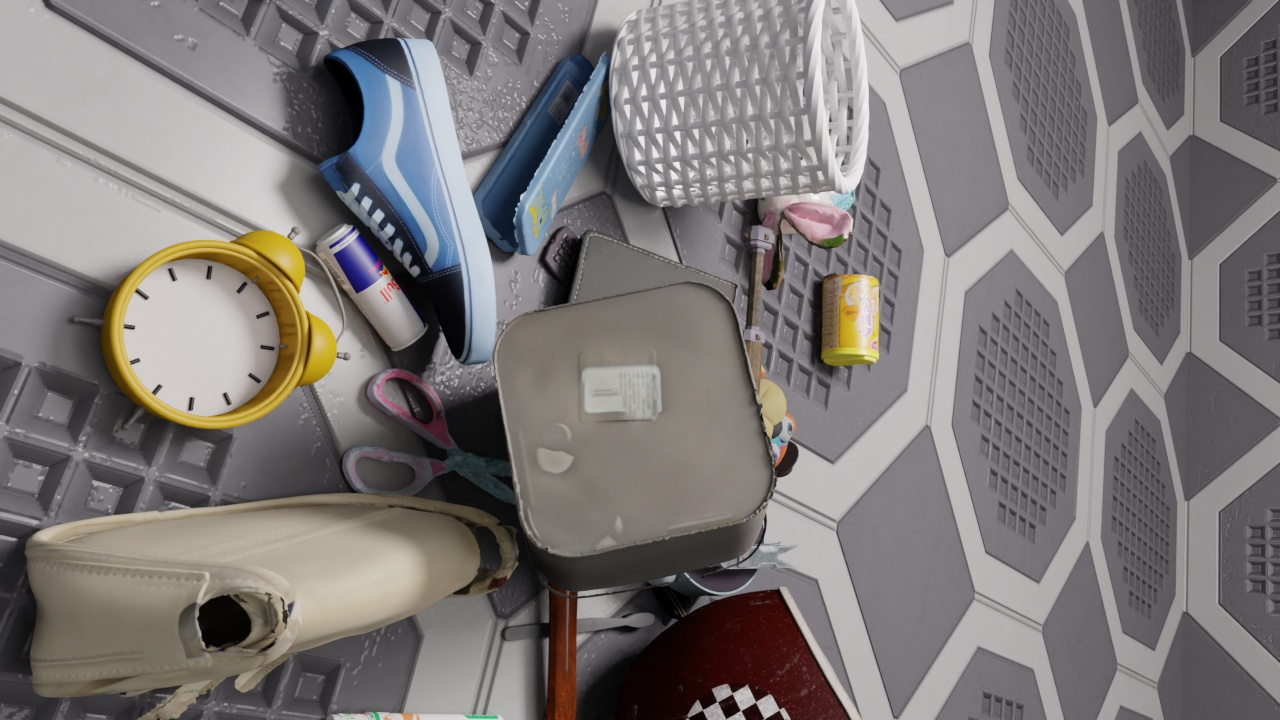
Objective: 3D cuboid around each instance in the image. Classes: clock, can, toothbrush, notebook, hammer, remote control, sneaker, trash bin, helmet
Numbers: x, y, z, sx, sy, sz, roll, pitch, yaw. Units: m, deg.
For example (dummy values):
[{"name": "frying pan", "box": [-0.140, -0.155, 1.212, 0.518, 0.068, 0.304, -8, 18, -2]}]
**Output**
[{"name": "clock", "box": [0.049, 0.159, 0.856, 0.159, 0.045, 0.122, 6, 70, -36]}, {"name": "can", "box": [-0.192, -0.052, 0.658, 0.032, 0.032, 0.095, -52, 122, -36]}, {"name": "toothbrush", "box": [-0.050, 0.229, 0.792, 0.167, 0.013, 0.013, 9, 79, -44]}, {"name": "notebook", "box": [-0.005, 0.005, 0.812, 0.169, 0.029, 0.208, 18, 74, -22]}, {"name": "hammer", "box": [0.094, 0.031, 0.838, 0.146, 0.028, 0.316, 8, 84, -36]}, {"name": "remote control", "box": [-0.042, -0.066, 0.835, 0.124, 0.009, 0.046, 48, 54, -32]}, {"name": "can", "box": [0.252, -0.048, 1.102, 0.067, 0.068, 0.105, 13, 76, -45]}, {"name": "sneaker", "box": [-0.176, -0.107, 0.661, 0.098, 0.084, 0.241, -16, 95, -28]}, {"name": "hammer", "box": [-0.064, 0.275, 0.749, 0.111, 0.028, 0.300, 3, 87, -47]}, {"name": "trash bin", "box": [-0.006, 0.058, 0.641, 0.220, 0.197, 0.197, 89, -11, -76]}, {"name": "clock", "box": [-0.258, -0.020, 0.575, 0.151, 0.052, 0.113, -29, 106, -40]}, {"name": "helmet", "box": [0.107, 0.315, 0.780, 0.233, 0.253, 0.233, 61, 1, 10]}]

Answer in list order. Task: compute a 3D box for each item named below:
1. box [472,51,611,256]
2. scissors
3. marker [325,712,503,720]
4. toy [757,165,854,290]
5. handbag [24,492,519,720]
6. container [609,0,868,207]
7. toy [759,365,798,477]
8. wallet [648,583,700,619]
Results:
[{"name": "box", "box": [-0.065, -0.182, 0.787, 0.069, 0.064, 0.209, 48, 54, -35]}, {"name": "scissors", "box": [-0.152, 0.089, 0.702, 0.179, 0.016, 0.108, 45, 55, -38]}, {"name": "marker", "box": [-0.161, 0.266, 0.668, 0.145, 0.017, 0.017, 23, 70, -43]}, {"name": "toy", "box": [0.189, -0.187, 1.036, 0.105, 0.131, 0.204, 49, 45, -11]}, {"name": "handbag", "box": [-0.204, 0.149, 0.530, 0.228, 0.184, 0.132, -4, 91, -63]}, {"name": "container", "box": [0.095, -0.240, 0.837, 0.189, 0.187, 0.189, 2, 88, -64]}, {"name": "toy", "box": [0.097, 0.057, 0.916, 0.112, 0.096, 0.176, -57, 135, -22]}, {"name": "wallet", "box": [0.054, 0.187, 0.900, 0.122, 0.019, 0.072, -46, 113, -39]}]
